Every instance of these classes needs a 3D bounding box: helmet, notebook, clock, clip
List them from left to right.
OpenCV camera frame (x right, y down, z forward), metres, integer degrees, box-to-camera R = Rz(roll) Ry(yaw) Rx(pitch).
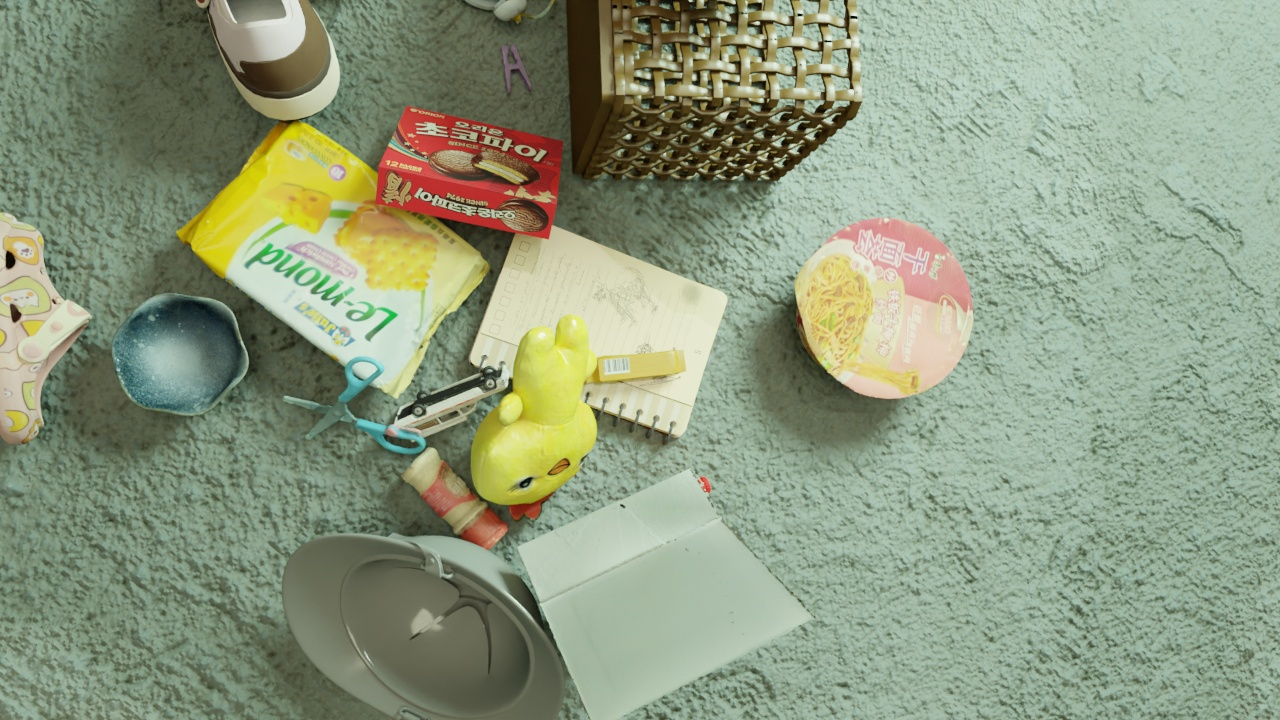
[{"bbox_3d":[-0.172,0.222,0.818,0.271,0.117,0.184,18,111,14],"label":"helmet"},{"bbox_3d":[-0.136,-0.382,0.899,0.117,0.057,0.083,35,80,-13],"label":"clock"},{"bbox_3d":[-0.125,-0.291,0.916,0.032,0.013,0.051,-11,85,-13],"label":"clip"},{"bbox_3d":[-0.039,-0.028,0.905,0.225,0.024,0.167,20,81,-8],"label":"notebook"}]

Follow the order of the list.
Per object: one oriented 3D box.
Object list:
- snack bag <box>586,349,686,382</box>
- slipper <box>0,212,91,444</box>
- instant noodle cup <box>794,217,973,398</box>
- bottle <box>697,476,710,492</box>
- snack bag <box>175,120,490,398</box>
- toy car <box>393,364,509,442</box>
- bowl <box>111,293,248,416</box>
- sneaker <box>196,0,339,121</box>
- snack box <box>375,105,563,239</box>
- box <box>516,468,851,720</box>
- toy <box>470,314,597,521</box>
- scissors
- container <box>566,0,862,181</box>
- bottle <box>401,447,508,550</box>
[{"bbox_3d":[-0.005,0.005,0.884,0.099,0.020,0.026,-6,90,-13],"label":"snack bag"},{"bbox_3d":[-0.521,-0.027,0.793,0.081,0.093,0.197,-4,88,-31],"label":"slipper"},{"bbox_3d":[0.235,-0.048,0.929,0.178,0.078,0.178,1,86,-9],"label":"instant noodle cup"},{"bbox_3d":[0.013,0.143,0.893,0.119,0.036,0.036,-21,89,-12],"label":"bottle"},{"bbox_3d":[-0.277,-0.097,0.844,0.247,0.068,0.159,38,81,-5],"label":"snack bag"},{"bbox_3d":[-0.173,0.041,0.856,0.113,0.039,0.039,-21,113,4],"label":"toy car"},{"bbox_3d":[-0.405,-0.003,0.820,0.110,0.055,0.110,1,85,-11],"label":"bowl"},{"bbox_3d":[-0.348,-0.360,0.802,0.111,0.117,0.293,-14,72,-11],"label":"sneaker"},{"bbox_3d":[-0.152,-0.175,0.845,0.152,0.132,0.036,11,126,-9],"label":"snack box"},{"bbox_3d":[0.015,0.204,0.734,0.167,0.330,0.165,-24,105,-11],"label":"box"},{"bbox_3d":[-0.094,0.053,0.824,0.092,0.208,0.133,41,39,24],"label":"toy"},{"bbox_3d":[-0.256,0.039,0.821,0.135,0.015,0.130,13,127,-4],"label":"scissors"},{"bbox_3d":[0.051,-0.316,0.843,0.214,0.220,0.251,-2,86,-11],"label":"container"},{"bbox_3d":[-0.173,0.132,0.858,0.044,0.044,0.109,-43,93,-11],"label":"bottle"}]
